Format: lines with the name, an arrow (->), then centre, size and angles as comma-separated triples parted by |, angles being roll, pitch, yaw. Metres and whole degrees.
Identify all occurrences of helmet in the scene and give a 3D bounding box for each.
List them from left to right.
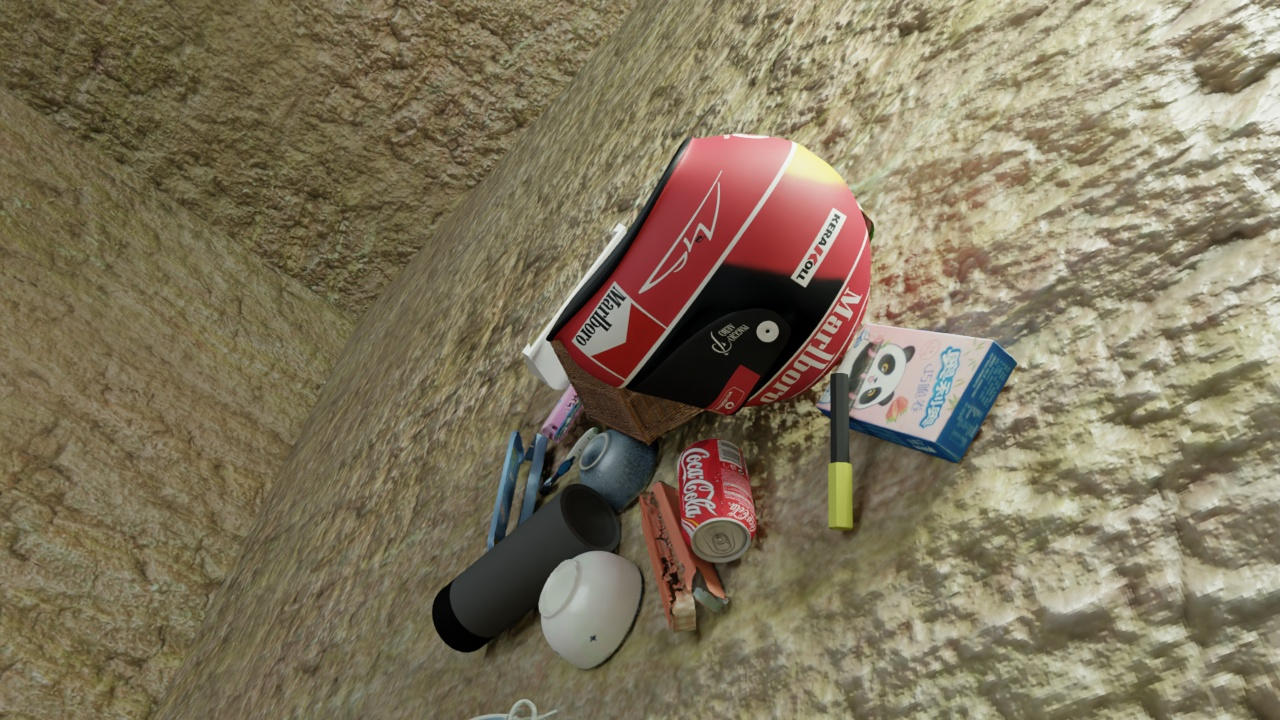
helmet -> 0.080, -0.062, 0.814 | 0.271, 0.224, 0.197 | -54, 7, 17

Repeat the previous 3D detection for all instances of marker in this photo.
marker -> 0.156, 0.070, 0.717 | 0.021, 0.017, 0.123 | 69, -157, -70

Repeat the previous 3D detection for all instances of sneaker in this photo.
sneaker -> -0.092, 0.341, 0.776 | 0.243, 0.090, 0.089 | -22, 37, 51

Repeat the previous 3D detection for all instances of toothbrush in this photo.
toothbrush -> -0.088, 0.124, 1.123 | 0.190, 0.016, 0.017 | -50, 7, 50

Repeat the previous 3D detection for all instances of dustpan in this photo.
dustpan -> -0.084, -0.060, 1.196 | 0.191, 0.053, 0.258 | -54, -13, -10

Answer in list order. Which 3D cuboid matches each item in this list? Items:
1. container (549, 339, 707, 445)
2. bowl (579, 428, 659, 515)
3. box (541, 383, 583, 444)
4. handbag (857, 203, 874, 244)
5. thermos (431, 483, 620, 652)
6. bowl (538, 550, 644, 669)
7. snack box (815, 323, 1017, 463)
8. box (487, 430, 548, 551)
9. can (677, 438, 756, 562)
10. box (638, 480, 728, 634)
container -> -0.006, 0.006, 1.009 | 0.113, 0.113, 0.199 | -28, 16, -16
bowl -> -0.033, 0.116, 1.027 | 0.111, 0.055, 0.110 | -42, 25, 25
box -> -0.055, 0.005, 1.182 | 0.230, 0.035, 0.159 | -56, -1, -6
handbag -> 0.159, -0.154, 0.986 | 0.139, 0.072, 0.194 | -16, 30, 5
thermos -> -0.132, 0.234, 1.016 | 0.241, 0.082, 0.082 | -41, 26, 28
bowl -> -0.057, 0.235, 0.894 | 0.114, 0.063, 0.113 | -44, 25, 26
snack box -> 0.209, 0.021, 0.716 | 0.088, 0.033, 0.154 | -58, 22, -6
box -> -0.170, 0.178, 1.194 | 0.209, 0.059, 0.068 | -82, 18, -49
can -> 0.066, 0.122, 0.810 | 0.064, 0.064, 0.104 | -43, 25, 24
box -> 0.037, 0.165, 0.834 | 0.064, 0.056, 0.188 | -16, 28, -3
